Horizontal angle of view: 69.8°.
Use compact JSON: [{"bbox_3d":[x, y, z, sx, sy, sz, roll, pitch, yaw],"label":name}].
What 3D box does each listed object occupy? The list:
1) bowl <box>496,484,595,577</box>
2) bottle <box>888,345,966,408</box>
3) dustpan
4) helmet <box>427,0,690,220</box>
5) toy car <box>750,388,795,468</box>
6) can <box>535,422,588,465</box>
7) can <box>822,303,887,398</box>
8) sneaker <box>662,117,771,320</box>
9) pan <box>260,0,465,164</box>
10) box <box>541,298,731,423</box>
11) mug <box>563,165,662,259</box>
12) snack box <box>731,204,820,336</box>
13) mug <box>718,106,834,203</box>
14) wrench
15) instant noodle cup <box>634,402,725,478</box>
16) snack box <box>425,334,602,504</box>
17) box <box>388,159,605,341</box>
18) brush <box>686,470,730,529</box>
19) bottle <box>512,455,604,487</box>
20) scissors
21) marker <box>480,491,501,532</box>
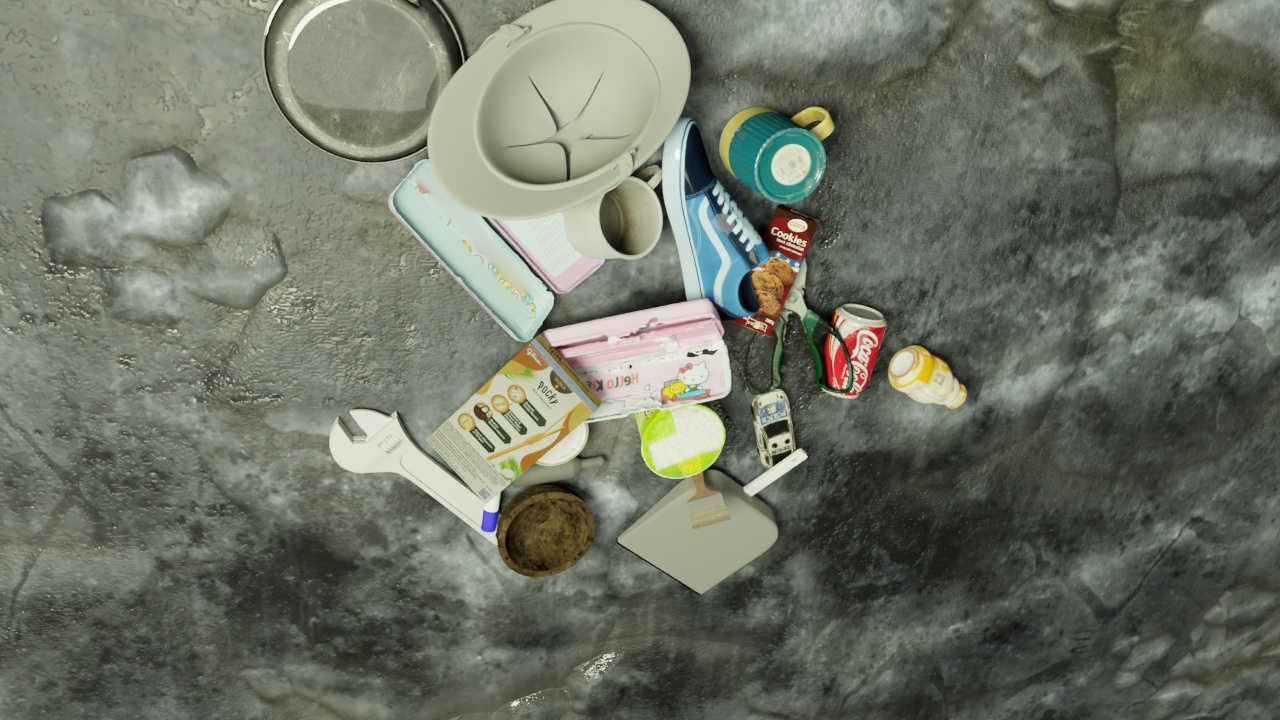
[{"bbox_3d":[-0.121,0.200,1.129,0.121,0.056,0.121,-8,116,-18],"label":"bowl"},{"bbox_3d":[0.370,0.025,1.175,0.108,0.063,0.063,27,106,-28],"label":"bottle"},{"bbox_3d":[0.116,0.198,1.195,0.258,0.033,0.163,-39,120,24],"label":"dustpan"},{"bbox_3d":[-0.078,-0.228,0.897,0.271,0.118,0.183,-40,87,-10],"label":"helmet"},{"bbox_3d":[0.170,0.089,1.163,0.048,0.040,0.113,-18,118,-7],"label":"toy car"},{"bbox_3d":[-0.106,0.078,1.082,0.086,0.043,0.086,-7,117,-14],"label":"can"},{"bbox_3d":[0.257,-0.011,1.123,0.064,0.064,0.105,4,114,-17],"label":"can"},{"bbox_3d":[0.090,-0.149,0.981,0.098,0.083,0.241,3,129,23],"label":"sneaker"},{"bbox_3d":[-0.218,-0.344,0.845,0.187,0.055,0.358,24,112,-24],"label":"pan"},{"bbox_3d":[-0.005,0.008,1.005,0.202,0.102,0.087,-11,161,12],"label":"box"},{"bbox_3d":[-0.022,-0.158,0.964,0.084,0.071,0.113,44,68,-31],"label":"mug"},{"bbox_3d":[0.154,-0.103,1.056,0.051,0.031,0.141,24,110,7],"label":"snack box"},{"bbox_3d":[0.150,-0.226,0.964,0.113,0.107,0.083,-34,117,3],"label":"mug"},{"bbox_3d":[-0.253,0.150,1.093,0.087,0.018,0.273,-40,120,6],"label":"wrench"},{"bbox_3d":[0.036,0.070,1.078,0.099,0.108,0.099,-6,117,-12],"label":"instant noodle cup"},{"bbox_3d":[-0.143,0.068,1.020,0.186,0.031,0.101,-41,94,26],"label":"snack box"},{"bbox_3d":[-0.147,-0.137,0.961,0.149,0.049,0.214,-48,120,-13],"label":"box"},{"bbox_3d":[0.074,0.153,1.110,0.045,0.143,0.008,-16,118,2],"label":"brush"},{"bbox_3d":[-0.100,0.131,1.116,0.113,0.030,0.030,-8,117,-11],"label":"bottle"},{"bbox_3d":[0.165,-0.043,1.100,0.147,0.015,0.210,-16,102,24],"label":"scissors"},{"bbox_3d":[-0.173,0.139,1.099,0.020,0.020,0.142,5,108,-17],"label":"marker"}]
